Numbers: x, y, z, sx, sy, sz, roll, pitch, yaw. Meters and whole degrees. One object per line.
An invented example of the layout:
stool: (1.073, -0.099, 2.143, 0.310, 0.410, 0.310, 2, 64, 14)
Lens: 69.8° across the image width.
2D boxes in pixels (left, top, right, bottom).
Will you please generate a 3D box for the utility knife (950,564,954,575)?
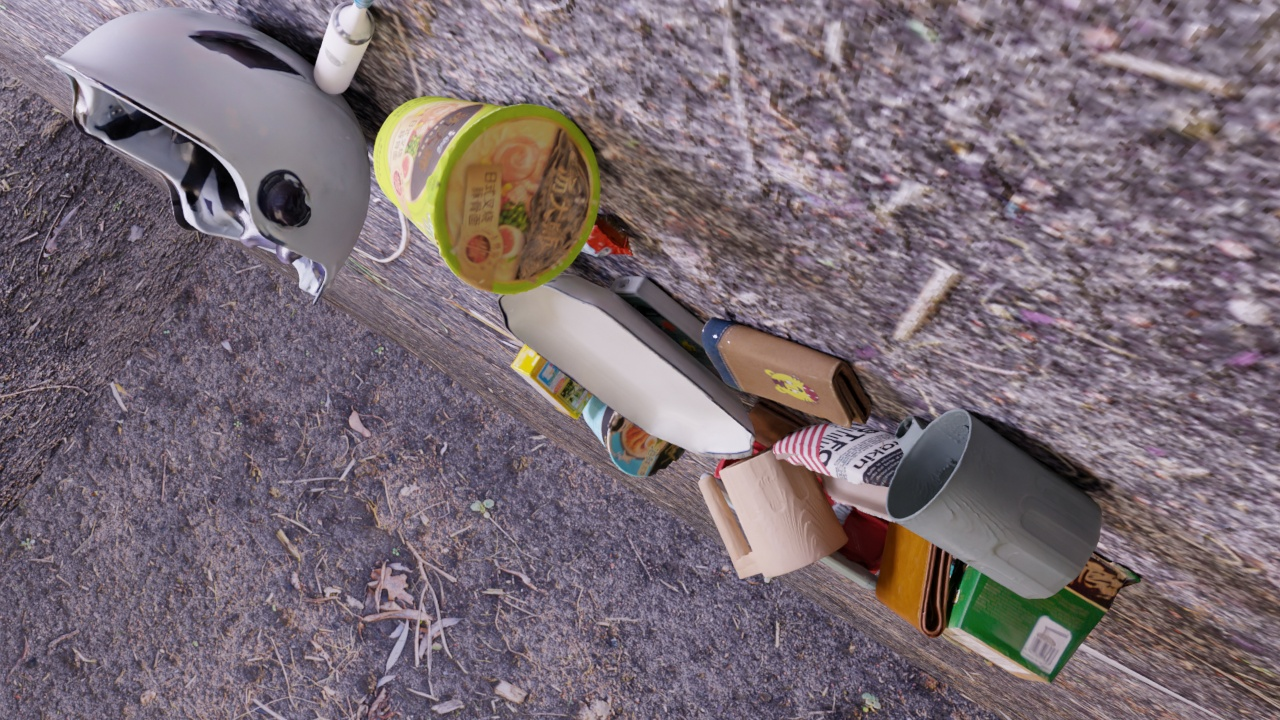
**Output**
utility knife: (0.338, 0.239, 1.086, 0.029, 0.013, 0.185, 38, 167, -11)

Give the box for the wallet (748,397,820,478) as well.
wallet: (0.149, 0.076, 0.894, 0.101, 0.020, 0.115, 30, 166, 7)

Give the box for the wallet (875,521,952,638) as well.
wallet: (0.238, 0.165, 0.796, 0.035, 0.119, 0.130, 13, 178, 0)

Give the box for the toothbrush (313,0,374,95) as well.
toothbrush: (-0.183, -0.203, 0.575, 0.026, 0.026, 0.221, 26, 172, -23)

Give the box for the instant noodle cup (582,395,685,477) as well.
instant noodle cup: (-0.014, 0.067, 1.104, 0.111, 0.111, 0.120, 39, 176, -30)

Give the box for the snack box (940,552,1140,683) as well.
snack box: (0.305, 0.192, 0.737, 0.118, 0.105, 0.117, 29, 168, 12)

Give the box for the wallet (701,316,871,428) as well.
wallet: (0.109, 0.010, 0.686, 0.115, 0.033, 0.090, 20, 163, 36)

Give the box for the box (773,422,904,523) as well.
box: (0.180, 0.096, 0.738, 0.162, 0.075, 0.086, 4, 120, 64)

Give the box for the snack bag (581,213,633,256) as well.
snack bag: (-0.048, -0.096, 0.669, 0.105, 0.026, 0.045, 23, 174, 45)

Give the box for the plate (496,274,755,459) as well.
plate: (-0.005, 0.005, 0.802, 0.265, 0.034, 0.162, 38, 156, -25)

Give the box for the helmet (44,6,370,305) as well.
helmet: (-0.312, -0.180, 0.726, 0.229, 0.145, 0.259, 26, 159, 26)

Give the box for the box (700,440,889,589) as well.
box: (0.162, 0.161, 0.950, 0.201, 0.069, 0.157, 30, -155, 15)

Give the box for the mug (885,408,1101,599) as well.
mug: (0.226, 0.087, 0.605, 0.103, 0.084, 0.123, 32, -164, -3)

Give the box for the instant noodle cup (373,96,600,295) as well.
instant noodle cup: (-0.105, -0.113, 0.569, 0.123, 0.111, 0.111, 32, 172, 44)

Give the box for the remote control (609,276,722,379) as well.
remote control: (0.035, -0.024, 0.765, 0.135, 0.019, 0.056, 37, 168, -24)

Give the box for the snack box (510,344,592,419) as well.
snack box: (-0.085, 0.003, 1.041, 0.034, 0.086, 0.140, 26, 168, 30)

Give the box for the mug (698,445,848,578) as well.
mug: (0.116, 0.140, 0.850, 0.125, 0.084, 0.103, -30, 82, 44)
